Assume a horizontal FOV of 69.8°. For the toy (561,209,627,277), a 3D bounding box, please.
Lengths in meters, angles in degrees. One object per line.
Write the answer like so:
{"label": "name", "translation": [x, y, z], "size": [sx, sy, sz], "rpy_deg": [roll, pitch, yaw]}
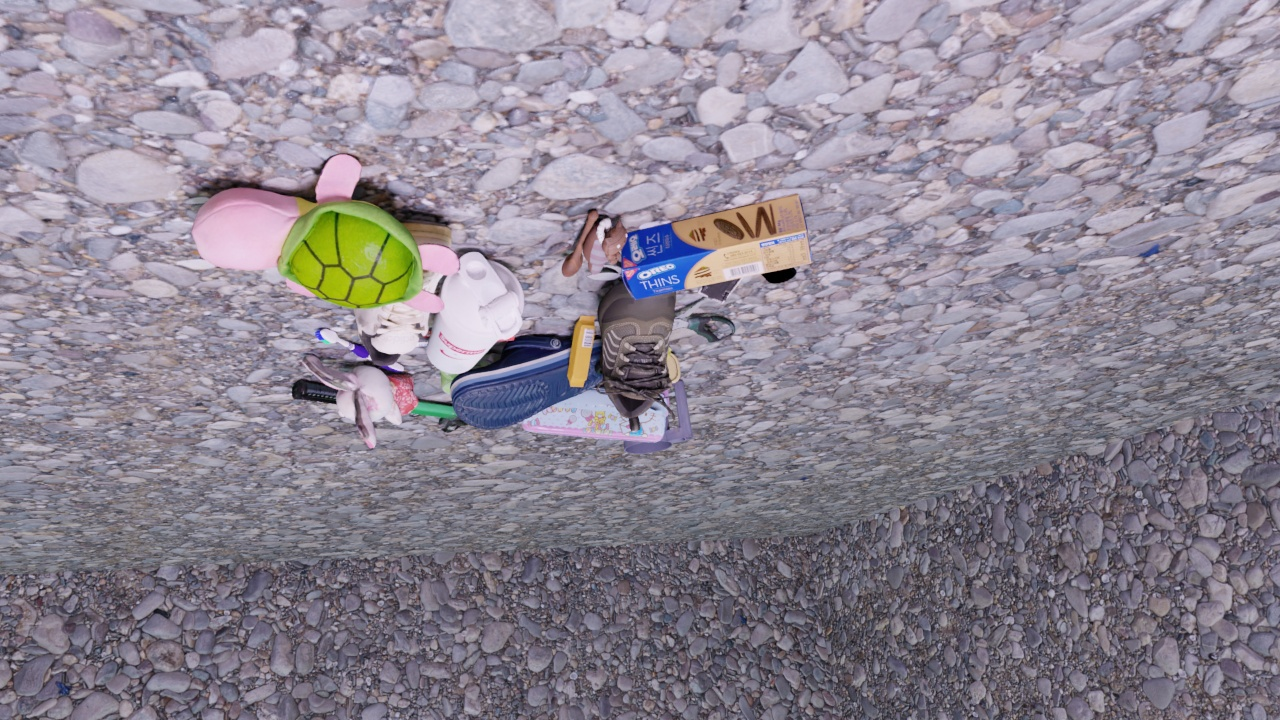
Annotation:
{"label": "toy", "translation": [-0.048, -0.123, 1.003], "size": [0.055, 0.041, 0.102], "rpy_deg": [29, 147, -2]}

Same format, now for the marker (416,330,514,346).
{"label": "marker", "translation": [-0.242, -0.032, 1.224], "size": [0.145, 0.021, 0.023], "rpy_deg": [-4, -162, -10]}

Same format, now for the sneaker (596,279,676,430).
{"label": "sneaker", "translation": [-0.007, 0.006, 1.151], "size": [0.101, 0.142, 0.238], "rpy_deg": [-2, 146, -9]}

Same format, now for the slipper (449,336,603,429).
{"label": "slipper", "translation": [-0.156, 0.018, 1.294], "size": [0.252, 0.095, 0.105], "rpy_deg": [-17, 149, -28]}

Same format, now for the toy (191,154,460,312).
{"label": "toy", "translation": [-0.292, -0.105, 0.869], "size": [0.238, 0.087, 0.191], "rpy_deg": [19, 138, -24]}

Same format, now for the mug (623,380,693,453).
{"label": "mug", "translation": [0.025, 0.095, 1.568], "size": [0.124, 0.104, 0.083], "rpy_deg": [-16, 159, 23]}

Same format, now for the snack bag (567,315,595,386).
{"label": "snack bag", "translation": [-0.080, -0.013, 1.251], "size": [0.026, 0.099, 0.020], "rpy_deg": [4, -169, -32]}

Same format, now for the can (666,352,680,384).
{"label": "can", "translation": [-0.006, 0.025, 1.429], "size": [0.116, 0.056, 0.092], "rpy_deg": [2, 158, -25]}

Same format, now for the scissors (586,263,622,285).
{"label": "scissors", "translation": [0.013, -0.102, 1.125], "size": [0.125, 0.019, 0.155], "rpy_deg": [-15, 161, 20]}

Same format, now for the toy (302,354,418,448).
{"label": "toy", "translation": [-0.382, 0.051, 1.300], "size": [0.084, 0.159, 0.194], "rpy_deg": [-43, 170, 7]}

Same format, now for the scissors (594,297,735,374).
{"label": "scissors", "translation": [0.038, -0.028, 1.292], "size": [0.202, 0.015, 0.201], "rpy_deg": [-35, 152, 23]}

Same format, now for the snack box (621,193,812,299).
{"label": "snack box", "translation": [0.081, -0.124, 1.012], "size": [0.207, 0.056, 0.057], "rpy_deg": [-11, 144, 11]}

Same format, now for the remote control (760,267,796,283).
{"label": "remote control", "translation": [0.145, -0.124, 1.107], "size": [0.041, 0.020, 0.151], "rpy_deg": [-16, 157, 26]}

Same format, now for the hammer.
{"label": "hammer", "translation": [-0.391, 0.068, 1.448], "size": [0.131, 0.032, 0.318], "rpy_deg": [-23, 155, 39]}

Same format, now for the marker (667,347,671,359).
{"label": "marker", "translation": [0.019, -0.028, 1.344], "size": [0.021, 0.017, 0.124], "rpy_deg": [-44, 154, 2]}

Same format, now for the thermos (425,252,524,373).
{"label": "thermos", "translation": [-0.202, -0.047, 1.098], "size": [0.099, 0.099, 0.221], "rpy_deg": [0, 163, -21]}

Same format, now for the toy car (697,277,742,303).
{"label": "toy car", "translation": [0.104, -0.107, 1.116], "size": [0.039, 0.039, 0.113], "rpy_deg": [23, 156, -4]}

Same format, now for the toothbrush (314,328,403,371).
{"label": "toothbrush", "translation": [-0.378, -0.011, 1.247], "size": [0.016, 0.015, 0.186], "rpy_deg": [-10, 162, 16]}

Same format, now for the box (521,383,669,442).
{"label": "box", "translation": [-0.066, 0.082, 1.368], "size": [0.214, 0.092, 0.089], "rpy_deg": [4, 152, 6]}

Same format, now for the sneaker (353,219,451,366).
{"label": "sneaker", "translation": [-0.266, -0.065, 0.998], "size": [0.088, 0.102, 0.242], "rpy_deg": [3, 157, -25]}

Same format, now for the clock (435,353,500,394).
{"label": "clock", "translation": [-0.248, 0.018, 1.338], "size": [0.094, 0.042, 0.120], "rpy_deg": [-1, 160, -20]}
